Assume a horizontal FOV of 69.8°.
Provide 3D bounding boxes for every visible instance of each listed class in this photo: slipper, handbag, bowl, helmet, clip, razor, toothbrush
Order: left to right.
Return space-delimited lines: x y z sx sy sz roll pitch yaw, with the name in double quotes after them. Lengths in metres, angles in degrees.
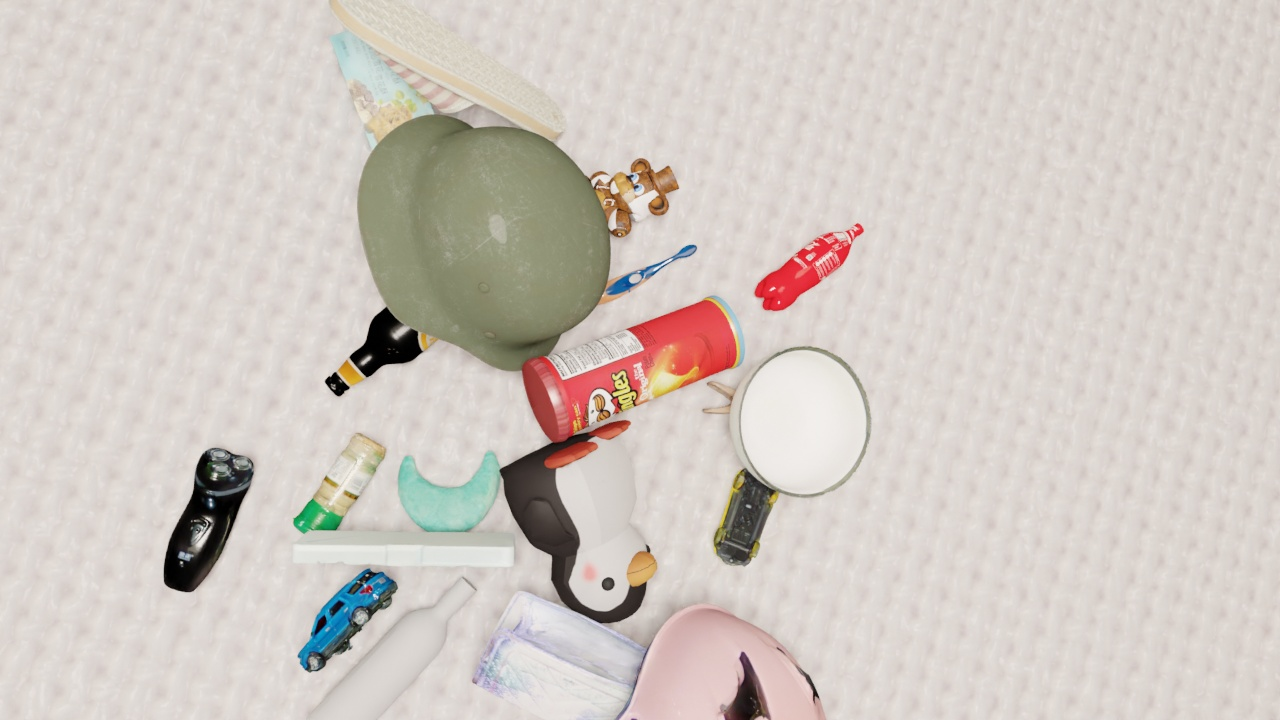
-0.425 0.156 0.893 0.053 0.064 0.140 19 80 -3 "razor"
-0.193 -0.292 0.930 0.262 0.115 0.052 23 124 -33 "slipper"
-0.117 -0.114 0.876 0.226 0.154 0.268 -51 126 -40 "helmet"
-0.076 0.304 0.898 0.158 0.127 0.069 24 38 -1 "handbag"
0.002 -0.093 0.997 0.135 0.017 0.021 -28 83 -6 "toothbrush"
0.096 0.049 0.986 0.061 0.026 0.049 -41 99 -17 "clip"
0.082 0.359 0.834 0.229 0.153 0.255 11 82 -44 "helmet"
0.156 0.063 0.956 0.153 0.073 0.153 1 87 -21 "bowl"

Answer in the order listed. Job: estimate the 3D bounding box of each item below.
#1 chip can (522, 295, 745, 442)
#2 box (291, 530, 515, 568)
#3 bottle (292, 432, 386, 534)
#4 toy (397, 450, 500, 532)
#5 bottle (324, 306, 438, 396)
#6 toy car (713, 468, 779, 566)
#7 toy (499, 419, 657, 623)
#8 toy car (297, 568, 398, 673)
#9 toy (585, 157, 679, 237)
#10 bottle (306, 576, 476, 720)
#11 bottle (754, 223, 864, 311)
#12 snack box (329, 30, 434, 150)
-0.006 0.005 0.928 0.213 0.087 0.087 -21 86 -21 "chip can"
-0.218 0.180 0.877 0.197 0.136 0.044 3 78 -6 "box"
-0.301 0.127 0.922 0.043 0.043 0.111 32 80 -2 "bottle"
-0.195 0.136 0.939 0.105 0.033 0.085 -3 72 -6 "toy"
-0.244 -0.029 0.938 0.181 0.059 0.059 -41 89 -9 "bottle"
0.110 0.165 0.969 0.049 0.030 0.106 23 79 -4 "toy car"
-0.059 0.171 0.913 0.140 0.158 0.184 -16 96 30 "toy"
-0.287 0.251 0.892 0.043 0.056 0.120 43 101 5 "toy car"
-0.016 -0.176 0.980 0.112 0.067 0.087 -25 62 3 "toy"
-0.238 0.293 0.903 0.052 0.052 0.195 44 81 0 "bottle"
0.188 -0.105 1.004 0.141 0.042 0.042 -37 88 -9 "bottle"
-0.261 -0.268 0.969 0.075 0.053 0.174 -21 87 -11 "snack box"
